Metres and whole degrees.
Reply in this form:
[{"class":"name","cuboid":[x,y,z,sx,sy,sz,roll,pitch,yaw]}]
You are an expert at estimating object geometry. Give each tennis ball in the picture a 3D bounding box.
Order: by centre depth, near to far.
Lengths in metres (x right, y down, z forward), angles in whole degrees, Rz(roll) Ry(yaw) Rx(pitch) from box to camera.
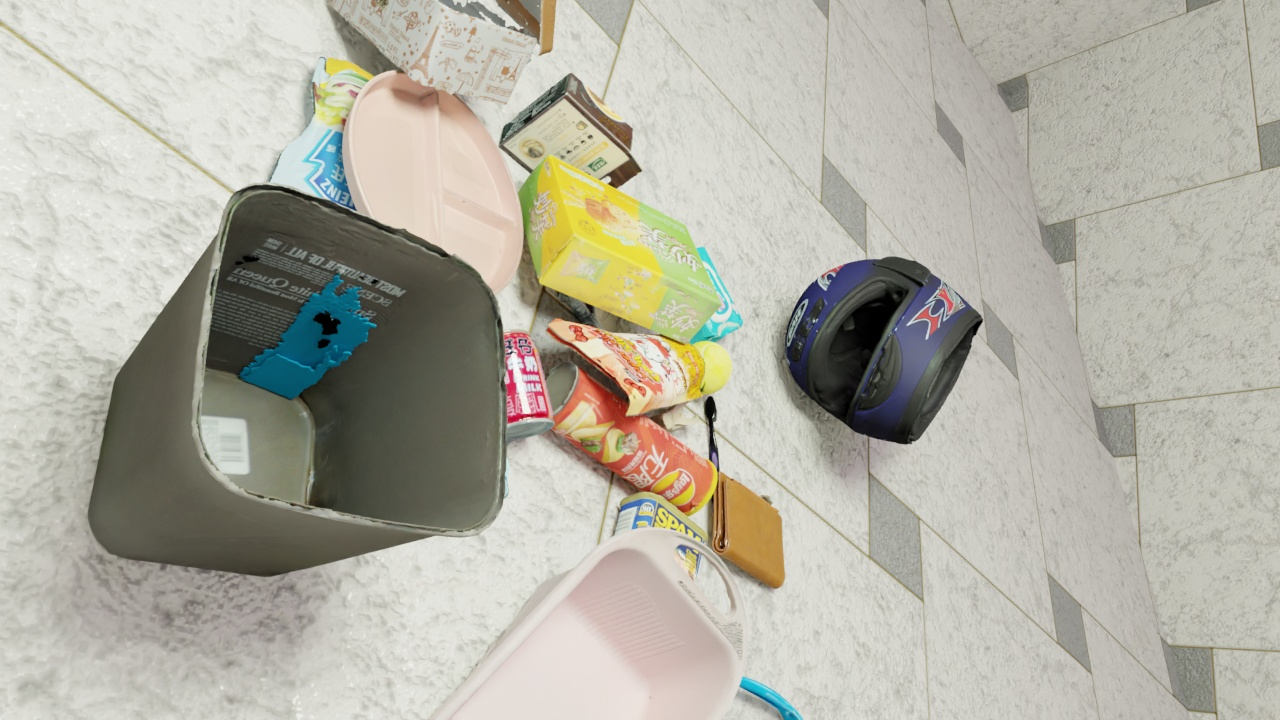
[{"class":"tennis ball","cuboid":[0.079,0.009,1.122,0.065,0.066,0.065,28,49,-38]}]

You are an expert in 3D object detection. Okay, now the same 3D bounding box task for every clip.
[{"class":"clip","cuboid":[0.032,0.068,1.052,0.099,0.071,0.034,-21,91,-60]}]

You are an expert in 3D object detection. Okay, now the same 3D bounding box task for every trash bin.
[{"class":"trash bin","cuboid":[-0.229,0.035,0.597,0.198,0.220,0.198,22,54,-42]}]

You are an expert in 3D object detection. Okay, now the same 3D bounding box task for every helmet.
[{"class":"helmet","cuboid":[0.322,-0.022,1.289,0.240,0.248,0.314,26,21,22]}]

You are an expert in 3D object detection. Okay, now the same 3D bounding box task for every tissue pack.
[{"class":"tissue pack","cuboid":[0.071,-0.084,1.183,0.093,0.050,0.133,-35,96,-53]}]

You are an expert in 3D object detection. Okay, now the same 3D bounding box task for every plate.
[{"class":"plate","cuboid":[-0.196,-0.165,0.883,0.229,0.028,0.229,34,47,-48]}]

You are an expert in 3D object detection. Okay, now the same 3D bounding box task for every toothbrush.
[{"class":"toothbrush","cuboid":[0.090,0.129,1.110,0.017,0.014,0.188,54,30,-56]}]

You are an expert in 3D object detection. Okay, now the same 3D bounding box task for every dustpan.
[{"class":"dustpan","cuboid":[-0.021,0.278,0.774,0.222,0.139,0.272,50,38,-19]}]

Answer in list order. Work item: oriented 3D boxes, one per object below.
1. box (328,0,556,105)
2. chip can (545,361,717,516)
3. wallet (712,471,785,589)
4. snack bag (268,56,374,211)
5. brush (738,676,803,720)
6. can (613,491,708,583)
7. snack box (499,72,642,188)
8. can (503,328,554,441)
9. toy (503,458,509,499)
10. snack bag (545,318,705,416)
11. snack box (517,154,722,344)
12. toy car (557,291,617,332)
[{"class":"box","cuboid":[-0.171,-0.380,0.896,0.183,0.188,0.154,44,29,25]},{"class":"chip can","cuboid":[-0.013,0.085,0.957,0.216,0.073,0.073,39,43,-31]},{"class":"wallet","cuboid":[0.129,0.200,1.088,0.131,0.031,0.107,38,43,-42]},{"class":"snack bag","cuboid":[-0.269,-0.186,0.839,0.110,0.039,0.190,38,43,-42]},{"class":"brush","cuboid":[0.104,0.332,0.963,0.254,0.083,0.045,44,57,-35]},{"class":"can","cuboid":[0.016,0.198,0.939,0.102,0.057,0.083,41,44,-27]},{"class":"snack box","cuboid":[-0.077,-0.244,1.044,0.125,0.113,0.053,36,44,-33]},{"class":"can","cuboid":[-0.123,0.024,0.864,0.066,0.067,0.093,3,67,-50]},{"class":"toy","cuboid":[-0.175,0.056,0.793,0.161,0.050,0.155,30,53,-15]},{"class":"snack bag","cuboid":[-0.006,0.006,0.976,0.128,0.073,0.207,46,17,19]},{"class":"snack box","cuboid":[-0.024,-0.122,1.017,0.210,0.070,0.157,21,34,-34]},{"class":"toy car","cuboid":[-0.057,-0.063,1.028,0.090,0.034,0.042,56,33,-13]}]
